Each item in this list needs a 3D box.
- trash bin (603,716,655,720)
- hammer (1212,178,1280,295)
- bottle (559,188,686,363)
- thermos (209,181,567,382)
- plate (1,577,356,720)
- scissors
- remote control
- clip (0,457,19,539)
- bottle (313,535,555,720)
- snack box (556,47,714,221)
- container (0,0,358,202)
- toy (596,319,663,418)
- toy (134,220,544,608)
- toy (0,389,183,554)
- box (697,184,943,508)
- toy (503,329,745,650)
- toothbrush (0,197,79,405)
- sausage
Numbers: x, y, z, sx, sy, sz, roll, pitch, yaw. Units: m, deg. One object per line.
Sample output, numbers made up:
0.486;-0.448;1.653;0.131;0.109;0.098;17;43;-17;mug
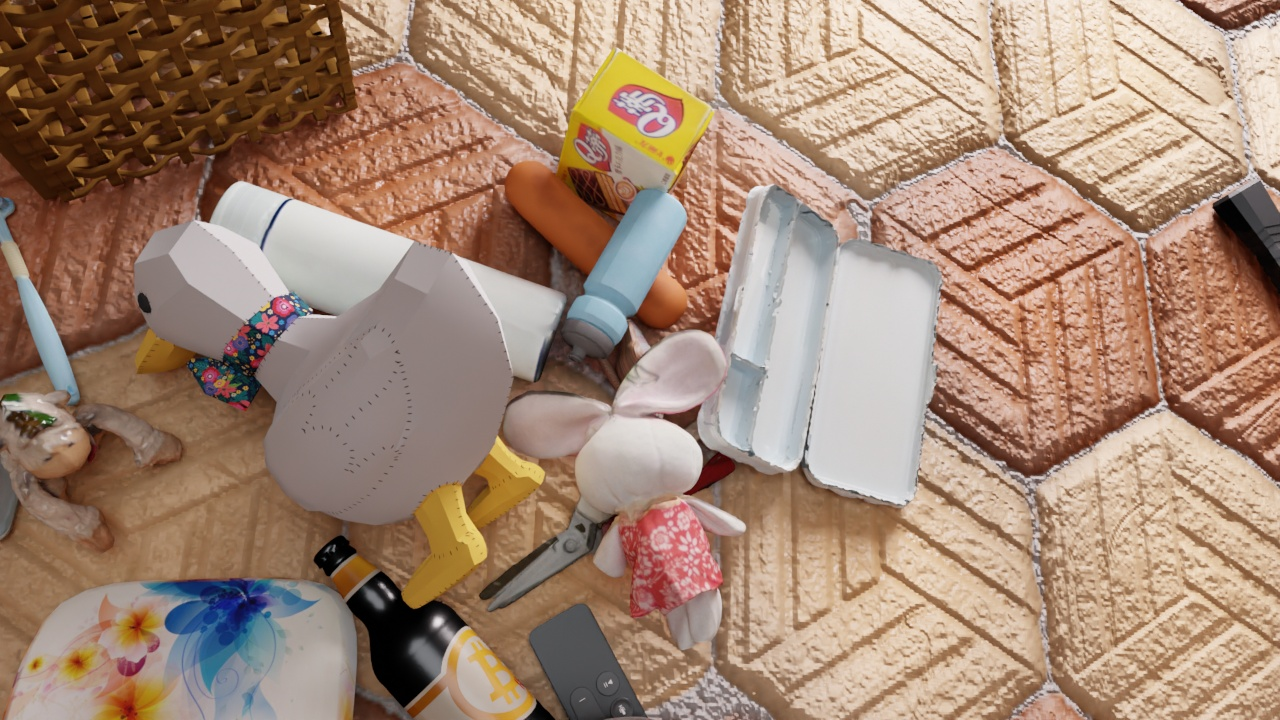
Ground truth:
-0.001;0.277;0.483;0.156;0.183;0.156;1;78;-4;trash bin
0.600;-0.008;0.775;0.131;0.039;0.328;-27;81;-19;hammer
-0.013;-0.054;0.615;0.040;0.040;0.129;29;72;-2;bottle
-0.167;-0.051;0.615;0.230;0.068;0.067;19;71;-6;thermos
-0.258;0.204;0.511;0.187;0.016;0.186;1;51;-11;plate
-0.017;0.111;0.627;0.146;0.015;0.187;24;72;-4;scissors
-0.021;0.231;0.594;0.045;0.008;0.146;-27;81;-17;remote control
-0.445;0.069;0.531;0.144;0.074;0.124;6;75;1;clip
-0.130;0.180;0.559;0.181;0.059;0.059;46;71;4;bottle
-0.007;-0.153;0.655;0.083;0.106;0.061;31;70;-2;snack box
-0.335;-0.281;0.565;0.213;0.220;0.251;-24;80;-17;container
-0.004;0.004;0.647;0.055;0.041;0.102;-31;90;4;toy
-0.173;0.009;0.540;0.267;0.247;0.140;50;37;-10;toy
-0.332;0.049;0.536;0.074;0.106;0.085;27;61;19;toy
0.137;-0.010;0.680;0.192;0.061;0.209;20;71;-25;box
0.006;0.085;0.586;0.159;0.084;0.194;-25;74;8;toy
-0.393;-0.040;0.592;0.022;0.016;0.155;-14;73;-54;toothbrush
-0.034;-0.084;0.664;0.164;0.044;0.039;42;106;2;sausage
